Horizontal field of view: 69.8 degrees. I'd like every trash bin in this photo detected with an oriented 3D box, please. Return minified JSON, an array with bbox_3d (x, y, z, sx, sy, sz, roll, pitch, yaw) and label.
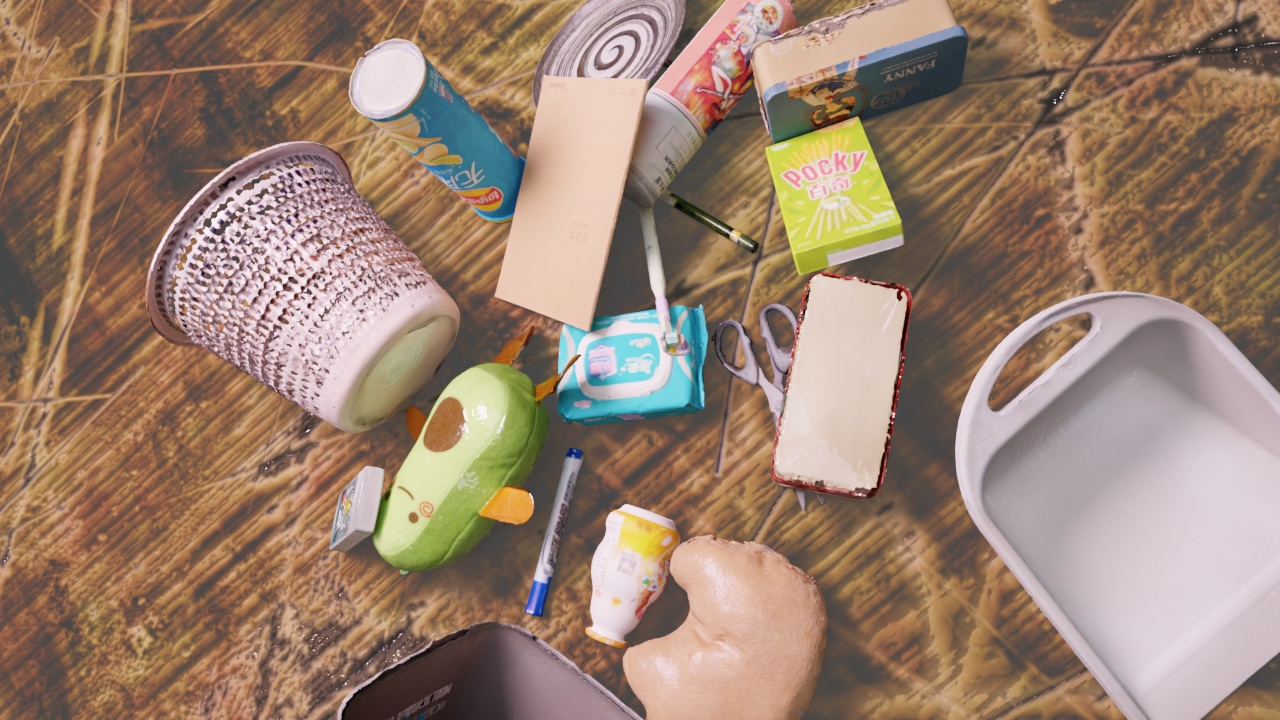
[{"bbox_3d":[-0.279,-0.049,0.821,0.192,0.227,0.227,38,89,10],"label":"trash bin"},{"bbox_3d":[-0.121,0.341,0.644,0.199,0.198,0.220,32,110,23],"label":"trash bin"}]

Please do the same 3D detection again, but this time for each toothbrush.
[{"bbox_3d":[0.030,-0.144,0.842,0.186,0.012,0.017,34,92,22],"label":"toothbrush"},{"bbox_3d":[0.016,-0.078,0.791,0.020,0.029,0.189,-48,36,35],"label":"toothbrush"}]

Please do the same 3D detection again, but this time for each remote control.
[{"bbox_3d":[-0.249,0.132,0.802,0.019,0.135,0.056,14,67,-22],"label":"remote control"}]

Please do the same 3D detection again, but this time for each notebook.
[{"bbox_3d":[-0.064,-0.144,0.807,0.150,0.012,0.211,22,100,48],"label":"notebook"}]

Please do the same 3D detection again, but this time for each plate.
[{"bbox_3d":[-0.028,-0.292,0.874,0.180,0.024,0.179,-21,51,28],"label":"plate"}]

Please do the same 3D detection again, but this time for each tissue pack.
[{"bbox_3d":[-0.005,0.005,0.792,0.134,0.050,0.093,-7,72,15],"label":"tissue pack"}]

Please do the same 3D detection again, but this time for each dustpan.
[{"bbox_3d":[0.340,0.088,0.612,0.223,0.142,0.257,-42,66,3],"label":"dustpan"}]

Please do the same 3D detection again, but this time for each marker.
[{"bbox_3d":[-0.074,0.147,0.794,0.017,0.017,0.145,10,79,20],"label":"marker"}]

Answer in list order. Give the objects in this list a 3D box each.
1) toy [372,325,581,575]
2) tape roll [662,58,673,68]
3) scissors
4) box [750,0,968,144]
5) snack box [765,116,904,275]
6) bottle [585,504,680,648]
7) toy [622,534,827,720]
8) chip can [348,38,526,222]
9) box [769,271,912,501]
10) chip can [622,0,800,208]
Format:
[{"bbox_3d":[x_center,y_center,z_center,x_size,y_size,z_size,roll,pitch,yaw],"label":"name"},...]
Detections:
[{"bbox_3d":[-0.145,0.078,0.780,0.227,0.090,0.246,26,82,53],"label":"toy"},{"bbox_3d":[0.003,-0.251,0.878,0.086,0.014,0.085,-5,74,16],"label":"tape roll"},{"bbox_3d":[0.122,0.032,0.764,0.172,0.014,0.146,35,89,23],"label":"scissors"},{"bbox_3d":[0.189,-0.250,0.777,0.184,0.090,0.061,-15,71,12],"label":"box"},{"bbox_3d":[0.156,-0.139,0.756,0.086,0.026,0.156,-16,43,12],"label":"snack box"},{"bbox_3d":[-0.010,0.174,0.740,0.063,0.063,0.108,17,81,21],"label":"bottle"},{"bbox_3d":[0.056,0.248,0.696,0.143,0.082,0.226,25,88,23],"label":"toy"},{"bbox_3d":[-0.165,-0.194,0.810,0.071,0.210,0.071,-5,74,17],"label":"chip can"},{"bbox_3d":[0.154,0.020,0.715,0.091,0.080,0.168,11,78,10],"label":"box"},{"bbox_3d":[0.050,-0.240,0.822,0.071,0.071,0.214,37,84,23],"label":"chip can"}]
